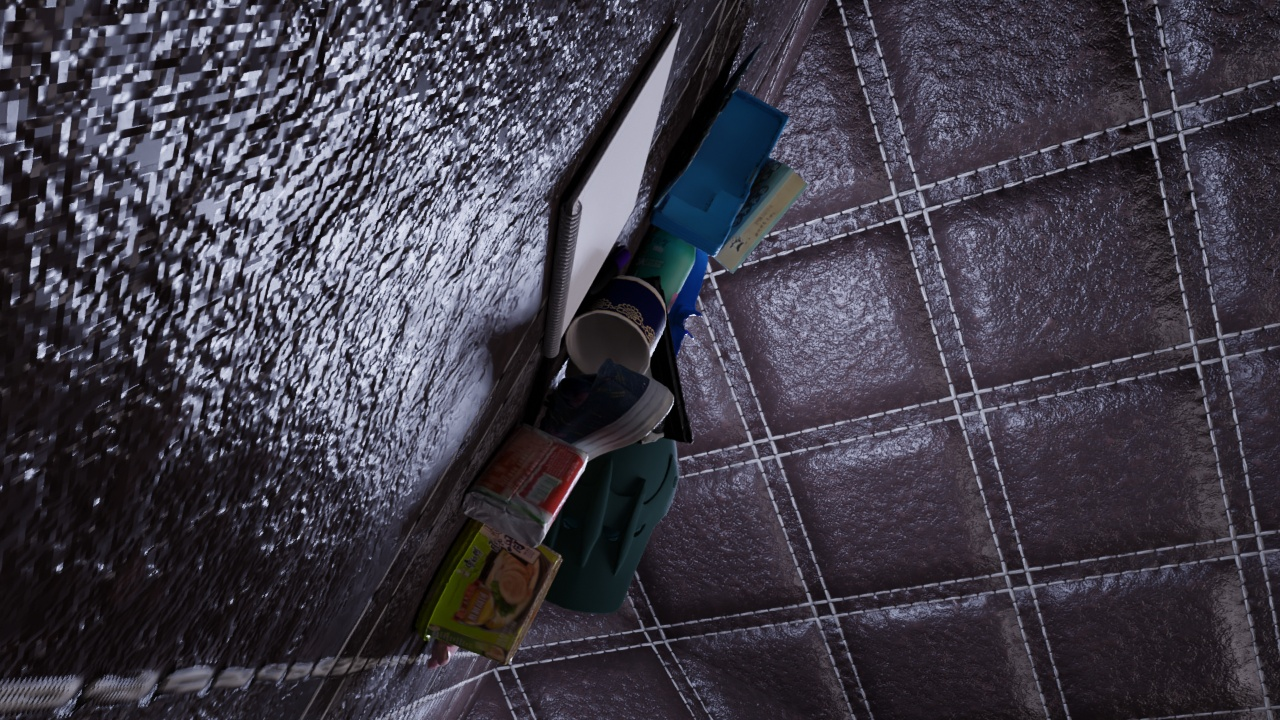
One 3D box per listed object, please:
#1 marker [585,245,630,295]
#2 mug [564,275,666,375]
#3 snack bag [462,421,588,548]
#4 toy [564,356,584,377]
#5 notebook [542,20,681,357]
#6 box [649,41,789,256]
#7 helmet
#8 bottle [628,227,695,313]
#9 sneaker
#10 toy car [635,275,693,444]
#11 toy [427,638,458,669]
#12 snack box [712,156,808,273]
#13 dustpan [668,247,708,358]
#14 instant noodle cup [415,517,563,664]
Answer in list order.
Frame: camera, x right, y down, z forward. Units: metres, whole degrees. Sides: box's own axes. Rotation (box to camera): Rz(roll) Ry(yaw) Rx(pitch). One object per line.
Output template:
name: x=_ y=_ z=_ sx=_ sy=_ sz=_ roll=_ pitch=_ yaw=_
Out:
marker: x=-0.032 y=-0.088 z=0.894 sx=0.133 sy=0.015 sz=0.018 roll=-57 pitch=146 yaw=-64
mug: x=-0.019 y=-0.026 z=0.916 sx=0.089 sy=0.086 sz=0.112 roll=-63 pitch=158 yaw=-49
snack bag: x=-0.102 y=0.110 z=0.830 sx=0.115 sy=0.077 sz=0.036 roll=-59 pitch=173 yaw=-55
toy: x=-0.055 y=0.008 z=0.992 sx=0.050 sy=0.112 sz=0.087 roll=-3 pitch=120 yaw=-35
notebook: x=-0.027 y=-0.120 z=0.723 sx=0.177 sy=0.013 sz=0.246 roll=-63 pitch=177 yaw=-24
box: x=0.107 y=-0.253 z=1.070 sx=0.242 sy=0.094 sz=0.115 roll=-62 pitch=-179 yaw=-32
helmet: x=-0.051 y=0.170 z=1.144 sx=0.200 sy=0.176 sz=0.274 roll=107 pitch=-2 yaw=-77
bottle: x=0.033 y=-0.129 z=1.148 sx=0.210 sy=0.068 sz=0.068 roll=-63 pitch=177 yaw=5
sneaker: x=-0.063 y=0.053 z=0.904 sx=0.236 sy=0.079 sz=0.087 roll=-29 pitch=-158 yaw=50
toy car: x=-0.006 y=0.006 z=1.034 sx=0.094 sy=0.071 sz=0.192 roll=8 pitch=-68 yaw=65
toy: x=-0.210 y=0.303 z=1.053 sx=0.108 sy=0.041 sz=0.096 roll=-57 pitch=-171 yaw=-32
snack box: x=0.122 y=-0.204 z=1.196 sx=0.141 sy=0.044 sz=0.193 roll=-49 pitch=-154 yaw=8
dustpan: x=0.038 y=-0.066 z=1.247 sx=0.257 sy=0.059 sz=0.245 roll=-107 pitch=-144 yaw=-82
instant noodle cup: x=-0.145 y=0.227 z=0.909 sx=0.146 sy=0.098 sz=0.146 roll=-62 pitch=177 yaw=-5
